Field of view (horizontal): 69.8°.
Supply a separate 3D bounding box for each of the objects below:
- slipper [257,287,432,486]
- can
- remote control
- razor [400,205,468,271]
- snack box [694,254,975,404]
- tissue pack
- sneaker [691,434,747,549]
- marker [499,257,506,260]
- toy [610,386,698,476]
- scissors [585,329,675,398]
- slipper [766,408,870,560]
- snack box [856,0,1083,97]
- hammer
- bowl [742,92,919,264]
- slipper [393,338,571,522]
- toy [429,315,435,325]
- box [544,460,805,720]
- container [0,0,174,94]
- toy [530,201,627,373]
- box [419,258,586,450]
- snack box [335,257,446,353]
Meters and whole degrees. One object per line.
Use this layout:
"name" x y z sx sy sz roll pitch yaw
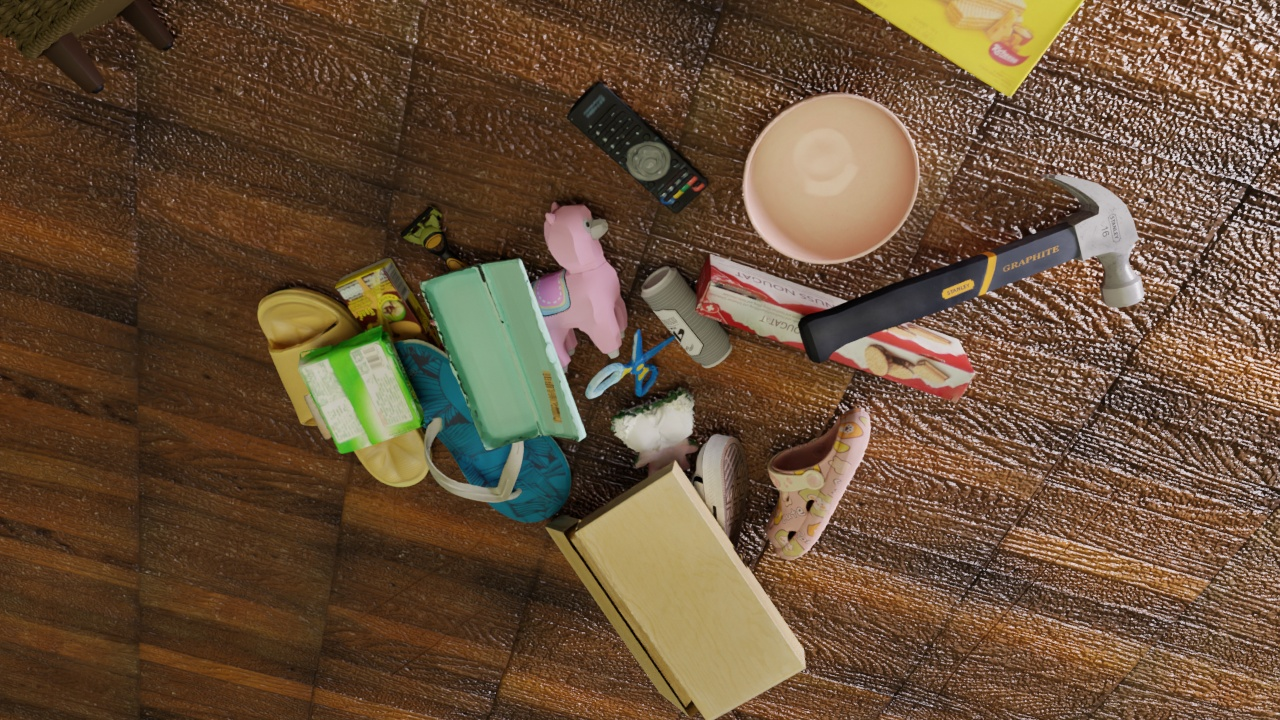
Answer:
"slipper" -0.315 0.040 0.984 0.100 0.078 0.263 -21 117 14
"can" 0.046 -0.043 0.916 0.044 0.043 0.106 -31 114 22
"remote control" -0.001 -0.194 0.842 0.140 0.021 0.046 39 119 -23
"razor" -0.173 -0.087 0.914 0.044 0.021 0.144 -38 106 16
"snack box" 0.187 -0.033 0.891 0.273 0.076 0.044 19 118 -6
"tissue pack" -0.280 0.032 0.920 0.099 0.034 0.114 -18 110 5
"sneaker" 0.060 0.186 1.041 0.097 0.091 0.246 13 125 17
"marker" -0.123 -0.045 0.946 0.018 0.015 0.134 11 128 36
"toy" 0.020 0.082 0.999 0.095 0.041 0.109 -17 123 -1
"scissors" -0.006 0.006 0.930 0.013 0.126 0.126 41 154 23
"slipper" 0.176 0.128 0.987 0.081 0.093 0.198 25 121 2
"snack box" 0.243 -0.305 0.735 0.200 0.042 0.092 27 119 -12
"hammer" 0.295 -0.067 0.832 0.312 0.035 0.139 -21 106 0
"bowl" 0.163 -0.168 0.808 0.153 0.076 0.153 2 123 3
"slipper" -0.174 0.090 0.992 0.118 0.060 0.295 -33 123 12
"toy" -0.168 -0.016 0.954 0.065 0.050 0.102 -22 122 13
"box" 0.018 0.262 0.998 0.253 0.118 0.247 -31 94 48
"container" -0.371 -0.369 0.681 0.322 0.176 0.205 -25 120 19
"toy" -0.072 -0.072 0.898 0.123 0.067 0.157 -16 115 16
"box" -0.130 -0.005 0.897 0.138 0.055 0.187 -9 109 28
"snack box" -0.251 -0.031 0.962 0.061 0.025 0.149 -19 118 16
